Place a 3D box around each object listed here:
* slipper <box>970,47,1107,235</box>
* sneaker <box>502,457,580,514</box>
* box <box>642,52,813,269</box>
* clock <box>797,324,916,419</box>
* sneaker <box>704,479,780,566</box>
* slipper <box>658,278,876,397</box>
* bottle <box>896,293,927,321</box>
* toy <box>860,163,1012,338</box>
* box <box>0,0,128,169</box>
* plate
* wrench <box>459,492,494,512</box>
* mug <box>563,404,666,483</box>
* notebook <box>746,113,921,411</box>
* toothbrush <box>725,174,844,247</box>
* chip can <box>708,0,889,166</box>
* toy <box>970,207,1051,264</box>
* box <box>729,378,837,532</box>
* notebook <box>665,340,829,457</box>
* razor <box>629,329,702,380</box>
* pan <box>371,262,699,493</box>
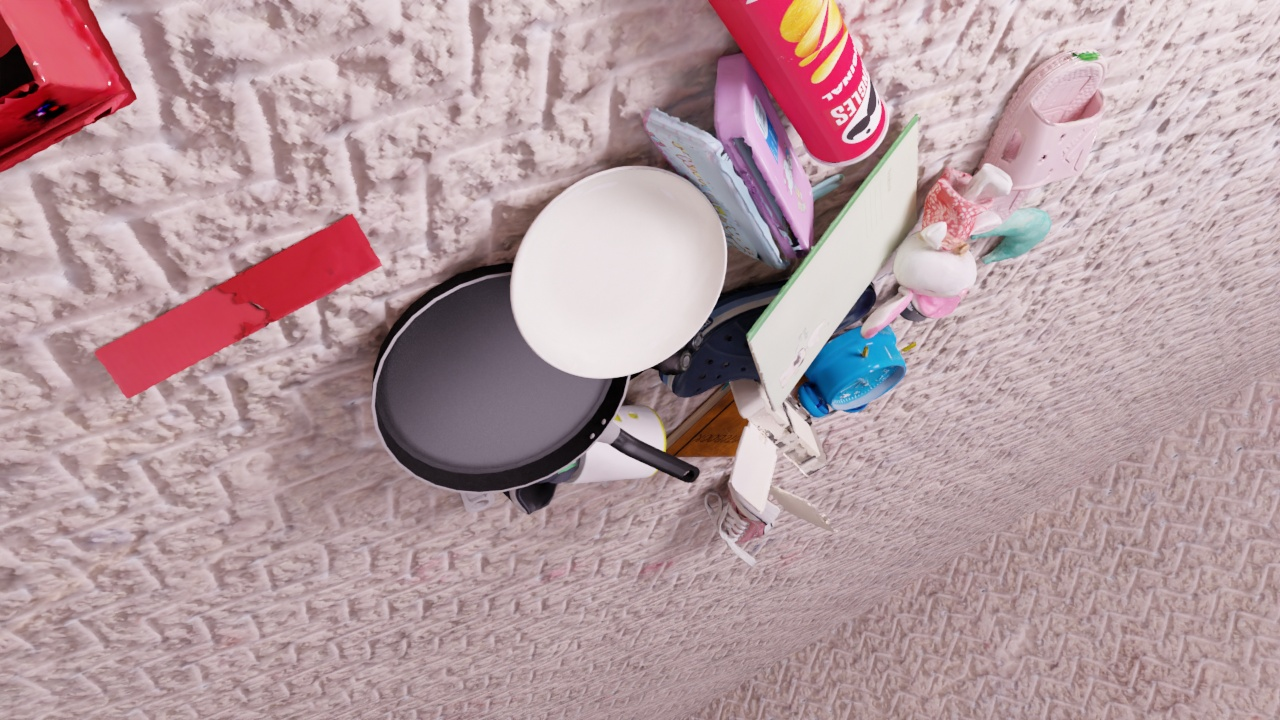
[{"bbox_3d":[0.387,-0.196,0.896,0.094,0.064,0.240,-17,152,-17],"label":"slipper"},{"bbox_3d":[-0.083,0.067,0.907,0.084,0.079,0.236,-18,148,-41],"label":"sneaker"},{"bbox_3d":[0.085,-0.142,0.727,0.096,0.077,0.214,-31,151,11],"label":"box"},{"bbox_3d":[0.254,0.020,1.115,0.116,0.060,0.162,-6,147,-34],"label":"clock"},{"bbox_3d":[0.151,0.235,1.376,0.087,0.118,0.241,-42,159,-8],"label":"sneaker"},{"bbox_3d":[0.143,-0.024,0.952,0.252,0.095,0.105,-23,154,-14],"label":"slipper"},{"bbox_3d":[0.330,-0.090,1.041,0.047,0.047,0.113,-12,148,-25],"label":"bottle"},{"bbox_3d":[0.302,-0.110,0.916,0.158,0.084,0.195,-13,137,-39],"label":"toy"},{"bbox_3d":[-0.305,-0.059,0.238,0.214,0.325,0.153,-26,120,2],"label":"box"},{"bbox_3d":[-0.019,-0.072,0.736,0.182,0.034,0.183,-12,124,-18],"label":"plate"},{"bbox_3d":[-0.175,0.101,0.977,0.086,0.018,0.274,-21,153,-13],"label":"wrench"},{"bbox_3d":[-0.038,0.091,1.003,0.106,0.082,0.083,-1,143,-38],"label":"mug"},{"bbox_3d":[0.185,-0.082,0.854,0.252,0.010,0.182,-52,154,-9],"label":"notebook"},{"bbox_3d":[0.108,-0.120,0.842,0.181,0.016,0.016,-31,150,7],"label":"toothbrush"},{"bbox_3d":[0.110,-0.215,0.630,0.069,0.069,0.220,-35,150,15],"label":"chip can"},{"bbox_3d":[0.423,-0.145,1.045,0.085,0.033,0.105,-26,155,22],"label":"toy"},{"bbox_3d":[0.144,0.099,1.007,0.069,0.191,0.143,-36,123,19],"label":"box"},{"bbox_3d":[0.145,0.046,1.149,0.178,0.014,0.250,5,138,-44],"label":"notebook"},{"bbox_3d":[-0.005,0.005,0.908,0.152,0.067,0.053,-35,156,32],"label":"razor"},{"bbox_3d":[-0.072,0.044,0.832,0.356,0.034,0.226,29,107,-37],"label":"pan"}]
